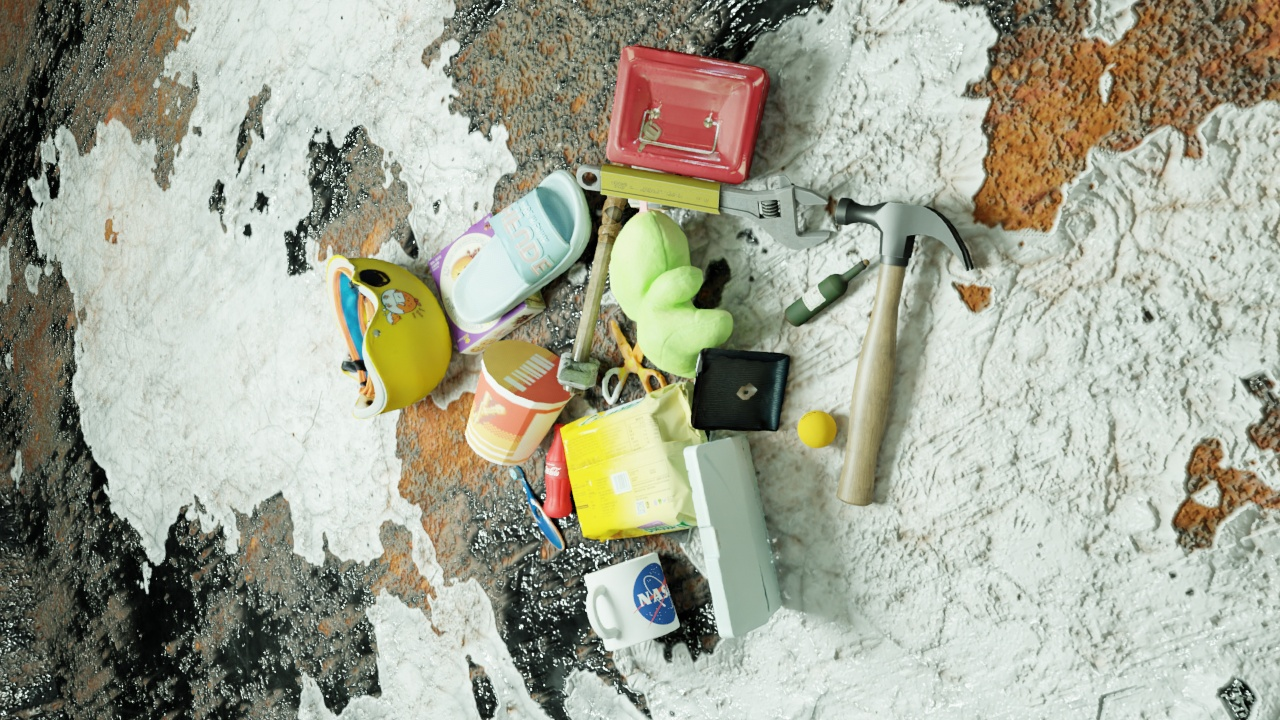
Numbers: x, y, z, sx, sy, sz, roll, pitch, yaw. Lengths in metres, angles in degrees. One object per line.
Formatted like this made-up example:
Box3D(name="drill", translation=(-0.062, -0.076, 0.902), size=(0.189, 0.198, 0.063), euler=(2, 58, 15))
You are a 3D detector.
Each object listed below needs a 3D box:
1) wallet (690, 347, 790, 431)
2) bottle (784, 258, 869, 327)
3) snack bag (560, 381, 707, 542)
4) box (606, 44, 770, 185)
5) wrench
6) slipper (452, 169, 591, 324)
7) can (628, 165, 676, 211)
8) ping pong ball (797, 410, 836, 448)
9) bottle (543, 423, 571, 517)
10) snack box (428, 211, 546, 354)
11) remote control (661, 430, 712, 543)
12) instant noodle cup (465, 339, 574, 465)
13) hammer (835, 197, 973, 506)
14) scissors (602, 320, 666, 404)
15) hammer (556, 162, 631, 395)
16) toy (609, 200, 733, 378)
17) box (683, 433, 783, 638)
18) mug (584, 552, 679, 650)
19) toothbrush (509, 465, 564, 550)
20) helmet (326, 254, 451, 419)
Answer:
Box3D(name="wallet", translation=(0.105, 0.032, 0.981), size=(0.026, 0.114, 0.089), euler=(21, 104, 61))
Box3D(name="bottle", translation=(0.196, -0.072, 0.956), size=(0.106, 0.025, 0.025), euler=(-39, 70, 32))
Box3D(name="snack bag", translation=(-0.009, 0.127, 1.064), size=(0.248, 0.068, 0.159), euler=(-24, 78, 51))
Box3D(name="box", translation=(0.052, -0.263, 0.985), size=(0.157, 0.092, 0.129), euler=(13, 103, 5))
Box3D(name="wrench", translation=(0.065, -0.170, 0.965), size=(0.273, 0.018, 0.084), euler=(10, 132, 7))
Box3D(name="slipper", translation=(-0.156, -0.133, 1.142), size=(0.246, 0.074, 0.104), euler=(-40, 72, 25))
Box3D(name="can", translation=(0.019, -0.243, 1.063), size=(0.054, 0.054, 0.136), euler=(12, 99, 36))
Box3D(name="ping pong ball", translation=(0.185, 0.072, 0.962), size=(0.040, 0.040, 0.040), euler=(2, 94, 37))
Box3D(name="bottle", translation=(-0.105, 0.141, 1.186), size=(0.036, 0.036, 0.119), euler=(7, 96, 36))
Box3D(name="snack box", translation=(-0.211, -0.104, 1.250), size=(0.144, 0.040, 0.148), euler=(-30, 75, 34))
Box3D(name="remote control", translation=(0.052, 0.143, 1.086), size=(0.045, 0.008, 0.147), euler=(19, 104, 35))
Box3D(name="instant noodle cup", translation=(-0.162, 0.059, 1.180), size=(0.123, 0.123, 0.121), euler=(44, 124, 27))
Box3D(name="hammer", translation=(0.241, -0.001, 0.912), size=(0.132, 0.040, 0.306), euler=(13, 104, 27))
Box3D(name="scissors", translation=(-0.013, 0.008, 1.126), size=(0.128, 0.011, 0.125), euler=(-36, 72, 32))
Box3D(name="hammer", translation=(-0.047, -0.113, 1.101), size=(0.049, 0.121, 0.319), euler=(13, 92, -2))
Box3D(name="toy", translation=(0.022, -0.075, 1.026), size=(0.196, 0.107, 0.150), euler=(54, 162, 21))
Box3D(name="box", translation=(0.106, 0.179, 0.968), size=(0.041, 0.134, 0.197), euler=(-13, 84, 38))
Box3D(name="mug", translation=(-0.019, 0.286, 1.077), size=(0.091, 0.121, 0.090), euler=(-26, 77, 36))
Box3D(name="toothbrush", translation=(-0.139, 0.197, 1.227), size=(0.022, 0.017, 0.135), euler=(-47, 65, 31))
Box3D(name="helmet", translation=(-0.347, -0.045, 1.293), size=(0.239, 0.139, 0.210), euler=(64, 148, 28))
